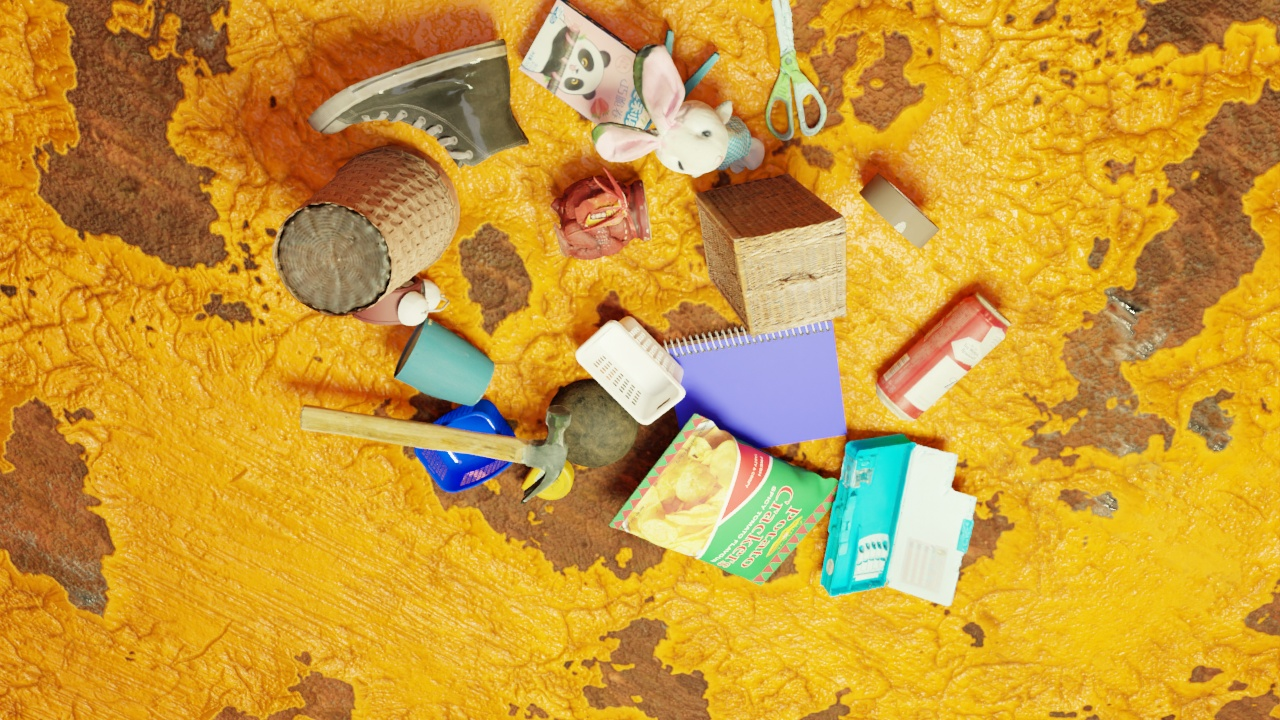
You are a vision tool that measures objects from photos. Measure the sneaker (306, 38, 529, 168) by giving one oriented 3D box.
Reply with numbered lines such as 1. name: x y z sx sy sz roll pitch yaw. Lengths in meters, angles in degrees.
1. sneaker: -0.245 -0.264 1.011 0.235 0.095 0.120 -15 110 1

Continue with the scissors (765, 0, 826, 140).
1. scissors: 0.157 -0.328 1.002 0.072 0.033 0.175 -10 109 10

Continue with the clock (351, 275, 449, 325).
1. clock: -0.293 -0.075 1.098 0.124 0.087 0.044 8 113 3

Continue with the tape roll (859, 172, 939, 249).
1. tape roll: 0.288 -0.167 1.022 0.093 0.093 0.030 38 110 -13

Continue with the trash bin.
1. trash bin: -0.292 -0.142 1.001 0.151 0.209 0.151 1 114 2

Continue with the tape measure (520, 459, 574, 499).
1. tape measure: -0.118 0.153 1.220 0.059 0.030 0.068 29 114 -10

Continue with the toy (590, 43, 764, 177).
1. toy: 0.062 -0.228 0.975 0.205 0.105 0.131 11 127 -44

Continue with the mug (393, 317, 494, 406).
1. mug: -0.247 0.013 1.145 0.104 0.084 0.112 28 141 -20

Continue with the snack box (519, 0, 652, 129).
1. snack box: -0.046 -0.310 0.996 0.154 0.033 0.088 35 114 -1

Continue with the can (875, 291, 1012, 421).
1. can: 0.362 -0.003 1.106 0.067 0.067 0.170 37 110 -13

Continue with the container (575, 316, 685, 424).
1. container: -0.007 0.007 1.125 0.129 0.049 0.081 45 124 -7

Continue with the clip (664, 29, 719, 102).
1. clip: 0.048 -0.290 1.018 0.113 0.028 0.127 34 112 -6

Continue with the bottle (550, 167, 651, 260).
1. bottle: -0.046 -0.165 1.041 0.111 0.098 0.099 -8 113 1

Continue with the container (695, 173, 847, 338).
1. container: 0.139 -0.119 0.996 0.114 0.198 0.113 -13 117 -4

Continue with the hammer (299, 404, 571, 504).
1. hammer: -0.255 0.097 1.138 0.330 0.033 0.132 9 115 0

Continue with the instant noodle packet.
1. instant noodle packet: 0.116 0.188 1.186 0.252 0.090 0.196 26 114 -23

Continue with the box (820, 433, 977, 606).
1. box: 0.336 0.209 1.202 0.181 0.073 0.227 4 114 0

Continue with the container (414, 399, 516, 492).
1. container: -0.223 0.107 1.189 0.114 0.058 0.096 -27 110 14

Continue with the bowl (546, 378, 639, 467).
1. bowl: -0.063 0.090 1.174 0.121 0.056 0.121 1 114 2

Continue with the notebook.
1. notebook: 0.145 0.034 1.160 0.209 0.022 0.172 -10 115 7
